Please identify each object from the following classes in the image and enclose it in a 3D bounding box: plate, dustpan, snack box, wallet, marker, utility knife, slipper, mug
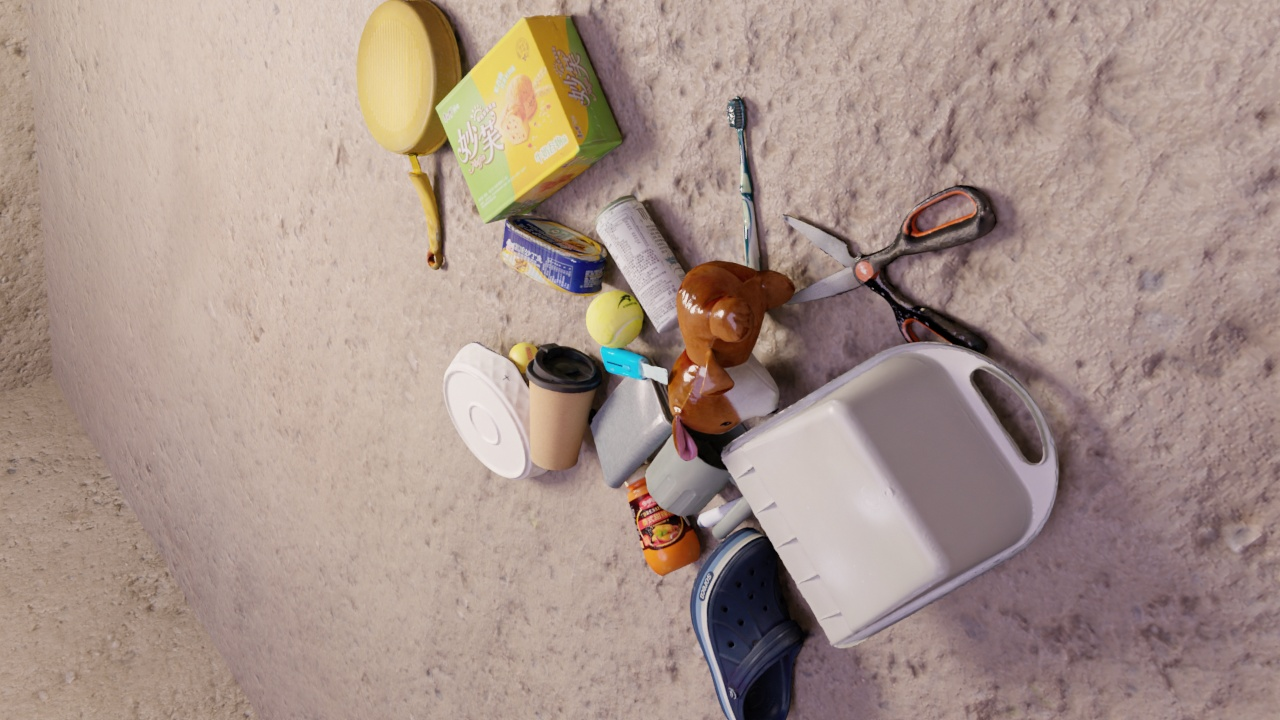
[{"bbox_3d":[-0.198,0.077,1.244,0.205,0.045,0.205,31,139,30],"label":"plate"},{"bbox_3d":[0.228,0.109,0.822,0.222,0.142,0.258,60,153,13],"label":"dustpan"},{"bbox_3d":[-0.133,-0.271,1.053,0.211,0.069,0.157,-24,89,47],"label":"snack box"},{"bbox_3d":[-0.008,0.072,1.075,0.130,0.037,0.106,-50,44,36],"label":"wallet"},{"bbox_3d":[0.109,0.165,1.024,0.131,0.018,0.022,-35,62,46],"label":"marker"},{"bbox_3d":[-0.006,0.006,1.003,0.223,0.018,0.034,-166,61,-72],"label":"utility knife"},{"bbox_3d":[0.126,0.310,1.000,0.095,0.104,0.253,13,117,49],"label":"slipper"},{"bbox_3d":[0.074,0.126,0.998,0.124,0.083,0.104,50,136,16],"label":"mug"}]

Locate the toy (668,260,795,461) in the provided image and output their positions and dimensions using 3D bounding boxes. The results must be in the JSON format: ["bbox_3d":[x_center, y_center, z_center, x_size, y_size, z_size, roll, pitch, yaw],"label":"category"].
[{"bbox_3d":[0.086,0.002,0.899,0.130,0.139,0.200,33,130,21],"label":"toy"}]

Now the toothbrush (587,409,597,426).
[{"bbox_3d":[-0.016,0.140,1.144,0.017,0.012,0.186,-42,75,34],"label":"toothbrush"}]

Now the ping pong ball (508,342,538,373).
[{"bbox_3d":[-0.152,-0.003,1.199,0.040,0.040,0.040,19,118,39],"label":"ping pong ball"}]

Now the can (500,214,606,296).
[{"bbox_3d":[-0.103,-0.125,1.080,0.148,0.074,0.049,29,121,33],"label":"can"}]

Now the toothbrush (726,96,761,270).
[{"bbox_3d":[0.102,-0.161,0.902,0.016,0.018,0.192,7,110,43],"label":"toothbrush"}]

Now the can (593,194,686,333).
[{"bbox_3d":[0.008,-0.103,0.988,0.058,0.058,0.146,-41,76,45],"label":"can"}]

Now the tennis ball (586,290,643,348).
[{"bbox_3d":[-0.029,-0.047,1.042,0.065,0.065,0.065,19,118,39],"label":"tennis ball"}]

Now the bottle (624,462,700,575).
[{"bbox_3d":[0.017,0.178,1.095,0.067,0.066,0.149,-38,72,46],"label":"bottle"}]

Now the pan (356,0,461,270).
[{"bbox_3d":[-0.299,-0.294,1.228,0.198,0.078,0.358,21,114,41],"label":"pan"}]

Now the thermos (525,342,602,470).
[{"bbox_3d":[-0.099,0.059,1.131,0.093,0.092,0.143,28,121,34],"label":"thermos"}]

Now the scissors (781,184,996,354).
[{"bbox_3d":[0.221,-0.075,0.815,0.232,0.021,0.222,56,135,12],"label":"scissors"}]
